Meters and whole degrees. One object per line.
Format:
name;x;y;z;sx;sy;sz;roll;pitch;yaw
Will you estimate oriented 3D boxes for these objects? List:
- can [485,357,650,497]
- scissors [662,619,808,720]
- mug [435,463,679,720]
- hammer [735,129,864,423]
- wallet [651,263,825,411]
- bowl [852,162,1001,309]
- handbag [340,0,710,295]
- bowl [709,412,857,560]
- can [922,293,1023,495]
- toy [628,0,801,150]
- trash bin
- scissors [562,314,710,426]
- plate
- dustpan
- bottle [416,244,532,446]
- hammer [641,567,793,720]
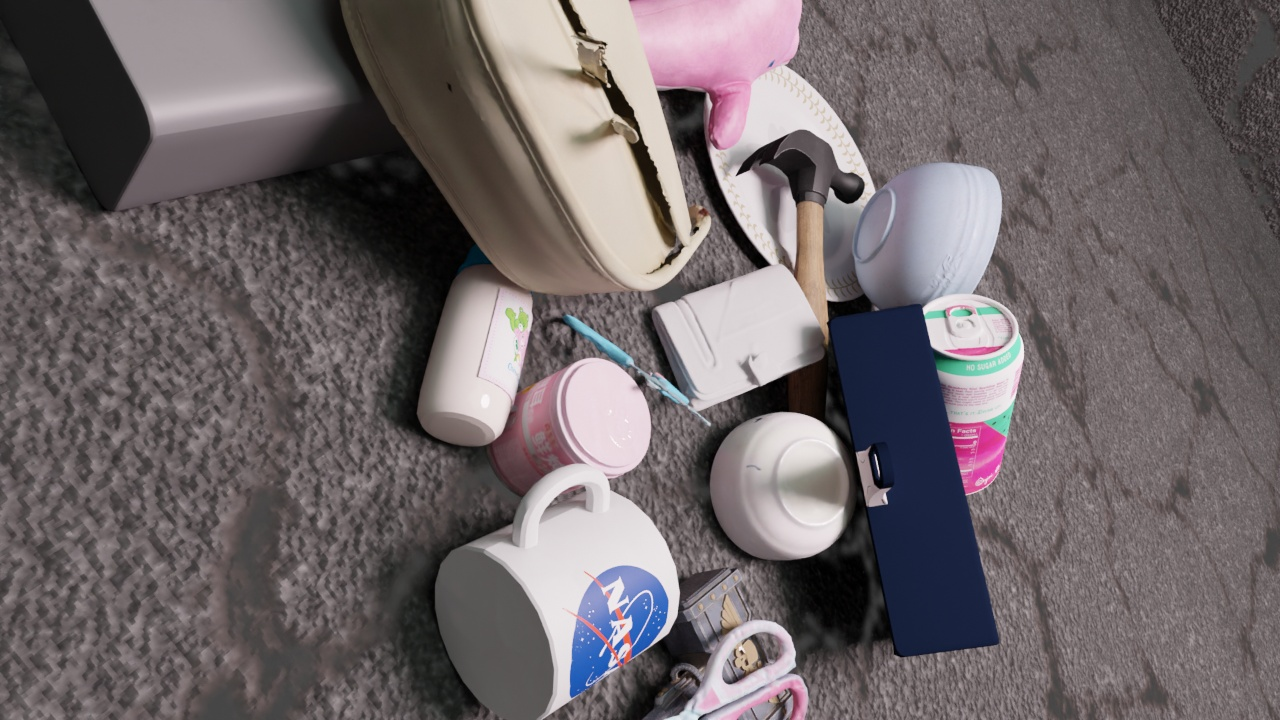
can;-0.041;0.040;0.525;0.067;0.076;0.067;19;59;-37
scissors;0.028;0.198;0.508;0.173;0.017;0.076;-10;83;-37
mug;-0.042;0.110;0.470;0.089;0.091;0.121;-18;120;-46
hammer;0.132;-0.042;0.737;0.132;0.040;0.305;21;65;-38
wallet;0.073;-0.020;0.662;0.116;0.032;0.086;-25;83;-20
bowl;0.231;-0.105;0.787;0.074;0.151;0.150;17;58;-12
handbag;-0.022;-0.137;0.477;0.183;0.132;0.229;-44;127;-45
bowl;0.106;0.086;0.638;0.104;0.054;0.104;5;76;-23
can;0.258;0.032;0.752;0.166;0.088;0.088;79;28;-43
toy;0.038;-0.265;0.700;0.264;0.128;0.186;-19;75;-34
trash bin;-0.195;-0.196;0.474;0.219;0.098;0.192;-29;92;-45
scissors;-0.005;0.002;0.576;0.126;0.136;0.015;36;87;2
plate;0.140;-0.164;0.832;0.242;0.016;0.242;19;59;-36
dustpan;0.178;0.085;0.655;0.080;0.273;0.236;-8;76;-1
bottle;-0.089;-0.024;0.528;0.051;0.051;0.146;29;53;-31
hammer;-0.035;0.227;0.478;0.321;0.044;0.098;-26;90;-44
